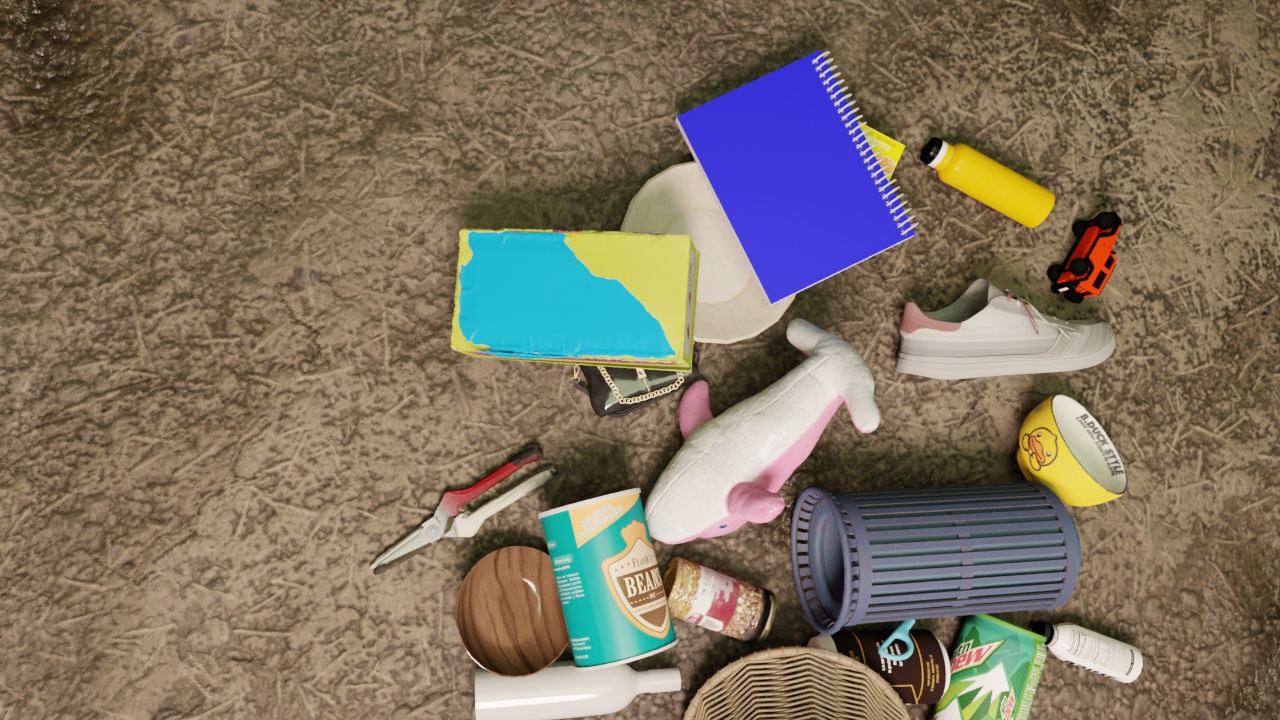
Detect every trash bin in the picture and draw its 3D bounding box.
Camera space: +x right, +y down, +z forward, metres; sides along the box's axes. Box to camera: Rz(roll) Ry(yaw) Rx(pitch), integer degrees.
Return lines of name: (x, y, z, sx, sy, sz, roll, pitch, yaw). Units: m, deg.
trash bin: (0.290, 0.187, 0.901, 0.249, 0.139, 0.139, -1, 88, -11)

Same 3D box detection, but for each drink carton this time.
drink carton: (0.216, -0.171, 0.952, 0.058, 0.043, 0.134, 26, 83, -5)

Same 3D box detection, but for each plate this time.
plate: (0.071, -0.107, 0.924, 0.188, 0.027, 0.188, 2, 79, -12)

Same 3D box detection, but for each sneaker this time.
sneaker: (0.377, -0.039, 0.944, 0.236, 0.099, 0.089, -6, 103, -8)

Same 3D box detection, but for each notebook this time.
notebook: (0.158, -0.185, 0.916, 0.171, 0.022, 0.209, -26, 86, -4)

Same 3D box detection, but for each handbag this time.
handbag: (-0.006, 0.005, 0.908, 0.128, 0.054, 0.079, -22, 80, -7)

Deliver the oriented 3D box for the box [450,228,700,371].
box: (-0.060, -0.057, 0.855, 0.221, 0.079, 0.124, 1, 84, 11)

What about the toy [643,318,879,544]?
toy: (0.118, 0.089, 0.888, 0.266, 0.186, 0.127, -44, 134, 13)

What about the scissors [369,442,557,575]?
scissors: (-0.175, 0.141, 0.887, 0.188, 0.015, 0.140, 0, 89, -9)

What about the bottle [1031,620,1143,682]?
bottle: (0.470, 0.305, 0.973, 0.116, 0.041, 0.041, 21, 84, -8)

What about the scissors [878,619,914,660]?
scissors: (0.265, 0.259, 0.919, 0.139, 0.117, 0.015, -3, 121, -2)

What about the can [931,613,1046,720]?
can: (0.352, 0.335, 0.930, 0.083, 0.083, 0.144, 22, 84, -8)

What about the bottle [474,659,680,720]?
bottle: (-0.059, 0.313, 0.879, 0.195, 0.052, 0.052, -2, 88, -9)

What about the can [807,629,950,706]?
can: (0.237, 0.307, 0.919, 0.128, 0.072, 0.072, 1, 87, -9)

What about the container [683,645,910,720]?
container: (0.145, 0.403, 0.801, 0.227, 0.196, 0.227, 1, 106, 4)

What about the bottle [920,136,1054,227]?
bottle: (0.366, -0.192, 0.976, 0.143, 0.043, 0.043, 26, 84, -7)

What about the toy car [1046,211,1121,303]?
toy car: (0.484, -0.111, 0.988, 0.049, 0.051, 0.100, 32, 83, -4)

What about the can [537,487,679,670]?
can: (-0.030, 0.201, 0.854, 0.099, 0.099, 0.144, -13, 81, -10)

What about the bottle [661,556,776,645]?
bottle: (0.074, 0.237, 0.903, 0.105, 0.056, 0.056, 22, 84, -8)

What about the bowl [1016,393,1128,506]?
bowl: (0.438, 0.101, 0.953, 0.117, 0.068, 0.117, 26, 43, -27)

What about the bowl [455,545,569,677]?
bowl: (-0.122, 0.238, 0.872, 0.119, 0.032, 0.119, 8, 72, -26)
